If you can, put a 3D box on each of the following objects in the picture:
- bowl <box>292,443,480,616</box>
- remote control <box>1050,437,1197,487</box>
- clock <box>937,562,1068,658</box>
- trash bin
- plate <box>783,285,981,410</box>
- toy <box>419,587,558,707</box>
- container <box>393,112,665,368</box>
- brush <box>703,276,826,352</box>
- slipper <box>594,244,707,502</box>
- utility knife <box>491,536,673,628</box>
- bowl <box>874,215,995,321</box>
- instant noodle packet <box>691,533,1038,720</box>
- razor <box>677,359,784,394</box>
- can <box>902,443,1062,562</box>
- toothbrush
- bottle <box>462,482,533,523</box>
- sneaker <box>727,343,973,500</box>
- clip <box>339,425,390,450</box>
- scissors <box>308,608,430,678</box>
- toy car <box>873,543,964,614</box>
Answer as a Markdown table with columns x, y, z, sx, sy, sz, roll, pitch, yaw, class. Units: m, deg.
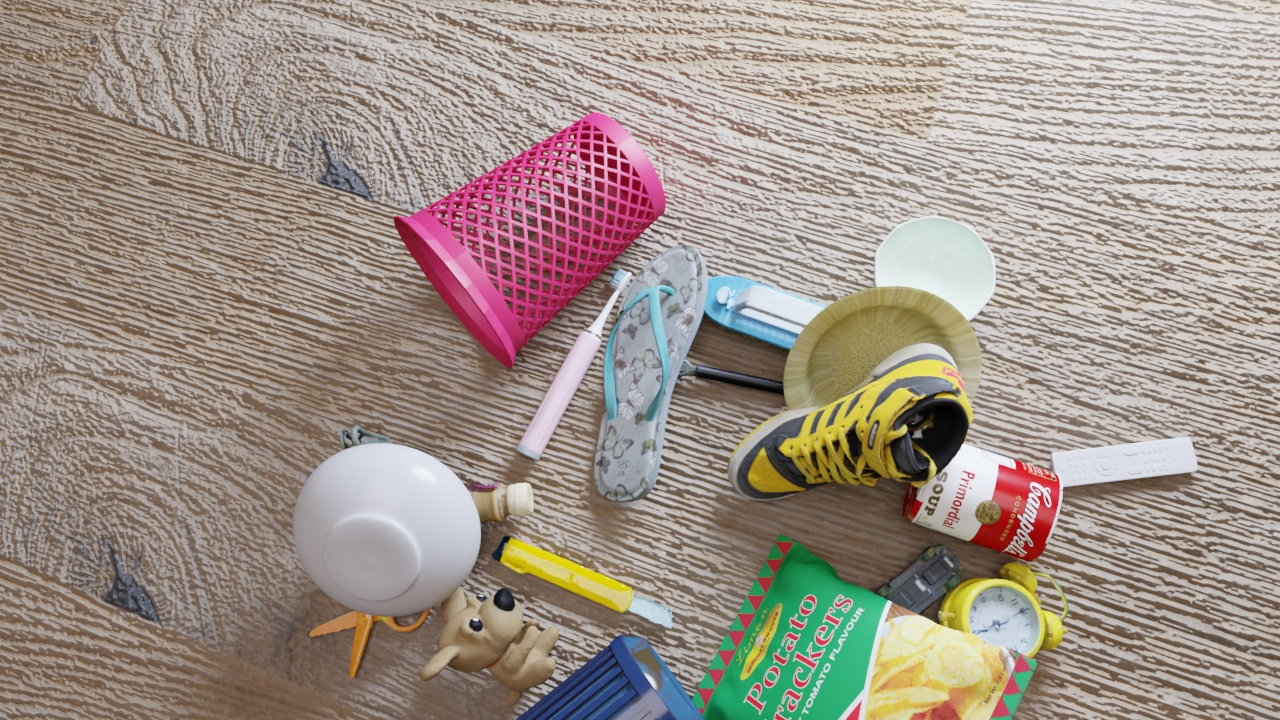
| x | y | z | sx | sy | sz | roll | pitch | yaw | class |
| --- | --- | --- | --- | --- | --- | --- | --- | --- | --- |
| -0.241 | 0.169 | 0.849 | 0.176 | 0.066 | 0.177 | 1 | 109 | 1 | bowl |
| 0.461 | 0.098 | 0.879 | 0.131 | 0.012 | 0.033 | -7 | 77 | 4 | remote control |
| 0.330 | 0.233 | 0.834 | 0.118 | 0.057 | 0.083 | -22 | 74 | -9 | clock |
| -0.067 | 0.361 | 0.799 | 0.249 | 0.139 | 0.139 | -37 | 75 | -6 | trash bin |
| 0.228 | 0.008 | 0.883 | 0.184 | 0.036 | 0.185 | 0 | 116 | 1 | plate |
| -0.136 | 0.266 | 0.858 | 0.108 | 0.134 | 0.106 | 35 | 104 | -12 | toy |
| -0.099 | -0.134 | 0.924 | 0.225 | 0.183 | 0.183 | -39 | 75 | -13 | container |
| 0.118 | -0.051 | 0.921 | 0.136 | 0.075 | 0.055 | 20 | 77 | 10 | brush |
| -0.005 | 0.005 | 0.917 | 0.098 | 0.054 | 0.268 | 8 | 80 | 39 | slipper |
| -0.056 | 0.218 | 0.896 | 0.191 | 0.018 | 0.030 | 20 | 83 | 14 | utility knife |
| 0.289 | -0.080 | 0.919 | 0.117 | 0.061 | 0.117 | -1 | 76 | 6 | bowl |
| 0.181 | 0.290 | 0.803 | 0.253 | 0.090 | 0.195 | 22 | 77 | 38 | instant noodle packet |
| 0.084 | 0.016 | 0.934 | 0.144 | 0.022 | 0.042 | 10 | 77 | 8 | razor |
| 0.313 | 0.126 | 0.848 | 0.116 | 0.087 | 0.086 | 18 | 77 | 10 | can |
| -0.065 | 0.001 | 0.952 | 0.026 | 0.027 | 0.222 | 25 | 78 | 11 | toothbrush |
| -0.190 | 0.145 | 0.908 | 0.166 | 0.060 | 0.059 | -7 | 74 | 4 | bottle |
| 0.189 | 0.080 | 0.829 | 0.239 | 0.122 | 0.086 | -34 | 107 | 14 | sneaker |
| -0.288 | 0.086 | 0.928 | 0.051 | 0.078 | 0.023 | -19 | 73 | 16 | clip |
| -0.272 | 0.246 | 0.914 | 0.125 | 0.011 | 0.128 | -19 | 72 | -1 | scissors |
| 0.258 | 0.211 | 0.857 | 0.091 | 0.036 | 0.042 | -39 | 75 | -6 | toy car |
